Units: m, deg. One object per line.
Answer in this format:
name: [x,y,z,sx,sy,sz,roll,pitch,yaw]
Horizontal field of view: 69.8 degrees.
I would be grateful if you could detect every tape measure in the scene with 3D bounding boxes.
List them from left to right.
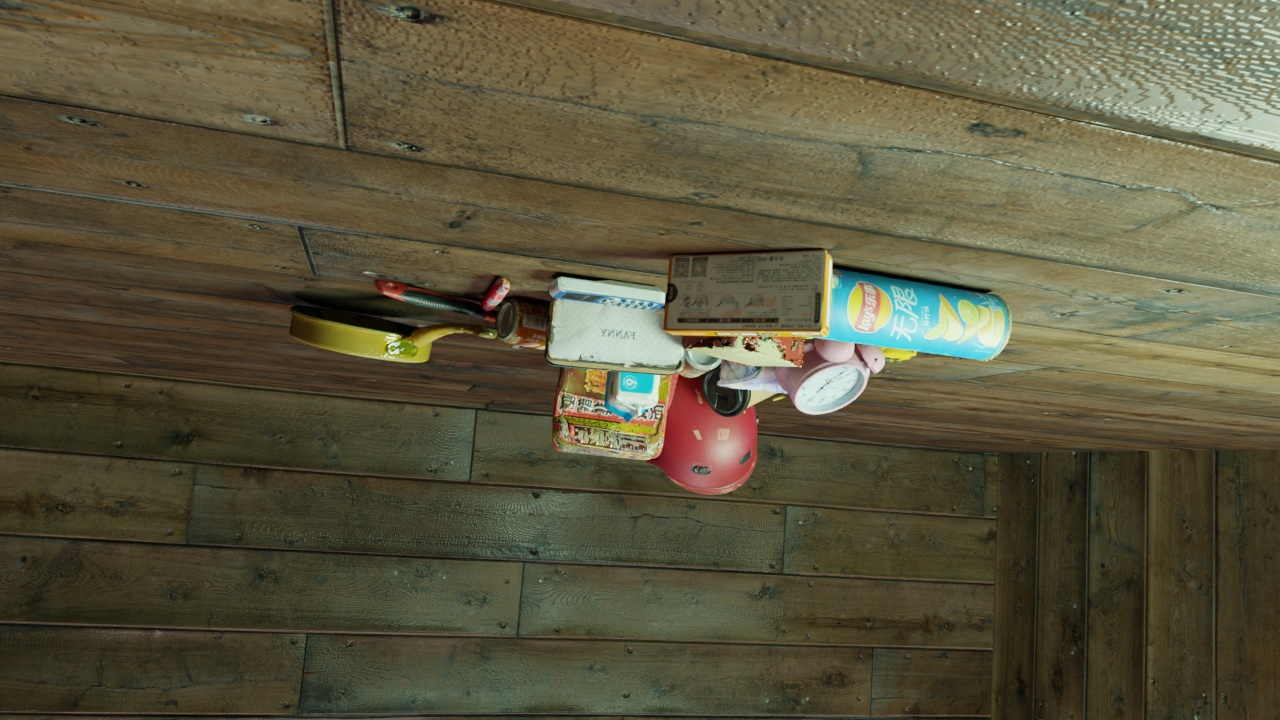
tape measure: [0.344,-0.011,1.263,0.057,0.029,0.060,7,172,-16]

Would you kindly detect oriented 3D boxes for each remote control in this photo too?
remote control: [-0.036,-0.075,1.013,0.124,0.024,0.049,6,173,-18]

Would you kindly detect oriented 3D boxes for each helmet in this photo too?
helmet: [0.098,0.088,1.509,0.206,0.239,0.144,-14,135,-15]

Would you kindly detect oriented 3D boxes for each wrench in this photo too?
wrench: [-0.218,-0.063,1.168,0.273,0.016,0.056,17,-156,-45]

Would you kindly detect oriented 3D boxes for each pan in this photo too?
pan: [-0.322,-0.038,1.227,0.358,0.078,0.197,15,-174,37]

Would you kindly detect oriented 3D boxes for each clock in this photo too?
clock: [0.252,0.006,1.200,0.117,0.059,0.159,15,129,-33]

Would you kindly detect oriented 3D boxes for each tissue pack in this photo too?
tissue pack: [-0.007,0.007,1.192,0.063,0.140,0.090,7,169,-11]

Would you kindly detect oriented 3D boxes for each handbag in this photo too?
handbag: [0.214,0.009,1.320,0.193,0.075,0.134,7,172,-29]

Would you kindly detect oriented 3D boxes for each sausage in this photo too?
sausage: [-0.172,-0.078,1.088,0.020,0.020,0.156,6,172,-16]

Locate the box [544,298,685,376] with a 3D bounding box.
box: [-0.036,-0.031,1.113,0.184,0.089,0.060,7,174,-3]

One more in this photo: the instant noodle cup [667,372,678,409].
instant noodle cup: [-0.019,0.019,1.435,0.124,0.116,0.117,22,165,-28]

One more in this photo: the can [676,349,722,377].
can: [0.081,-0.009,1.317,0.058,0.058,0.116,5,173,-7]

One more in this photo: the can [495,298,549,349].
can: [-0.113,-0.040,1.189,0.147,0.058,0.058,10,171,-38]

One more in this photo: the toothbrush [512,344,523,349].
toothbrush: [-0.169,-0.027,1.361,0.016,0.018,0.192,6,172,-18]

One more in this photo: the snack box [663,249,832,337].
snack box: [0.097,-0.061,0.844,0.154,0.075,0.026,1,172,24]

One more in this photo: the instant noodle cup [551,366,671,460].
instant noodle cup: [-0.042,0.044,1.330,0.164,0.189,0.079,8,180,-9]

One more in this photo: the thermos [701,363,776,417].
thermos: [0.165,0.033,1.434,0.143,0.093,0.093,-13,-173,-44]

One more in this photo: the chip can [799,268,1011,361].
chip can: [0.254,-0.045,0.894,0.210,0.071,0.071,6,173,-19]

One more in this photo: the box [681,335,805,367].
box: [0.130,-0.023,1.114,0.091,0.076,0.168,0,172,38]
